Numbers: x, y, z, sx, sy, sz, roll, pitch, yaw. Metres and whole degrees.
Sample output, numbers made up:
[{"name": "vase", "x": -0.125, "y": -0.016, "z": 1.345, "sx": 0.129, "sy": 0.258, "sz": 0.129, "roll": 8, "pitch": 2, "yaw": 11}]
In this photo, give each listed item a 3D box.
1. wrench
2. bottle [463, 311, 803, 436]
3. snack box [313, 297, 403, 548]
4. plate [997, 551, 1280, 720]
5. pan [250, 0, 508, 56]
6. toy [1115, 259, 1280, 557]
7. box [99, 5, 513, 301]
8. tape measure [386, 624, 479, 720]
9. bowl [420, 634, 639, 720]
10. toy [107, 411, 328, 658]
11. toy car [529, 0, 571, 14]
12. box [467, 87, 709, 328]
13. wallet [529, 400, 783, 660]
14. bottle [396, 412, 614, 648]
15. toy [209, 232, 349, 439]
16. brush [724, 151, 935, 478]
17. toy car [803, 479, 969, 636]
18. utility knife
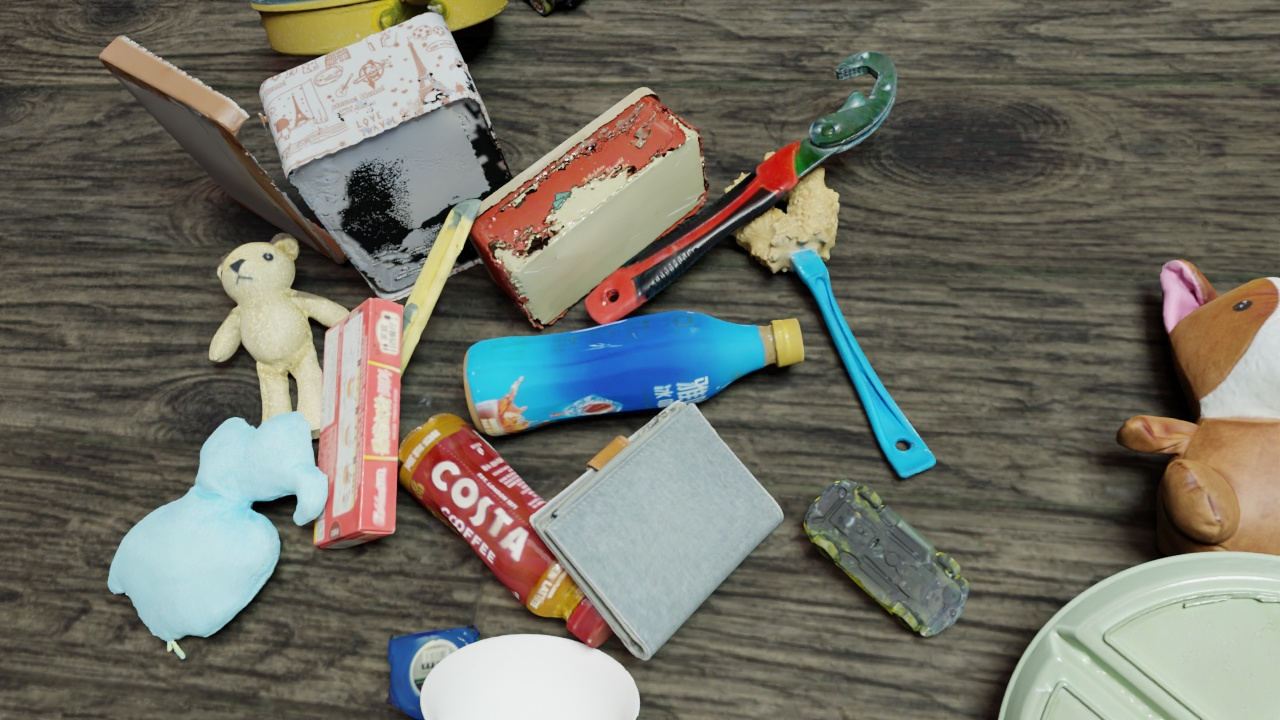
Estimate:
[{"name": "wrench", "x": 0.072, "y": -0.116, "z": 0.631, "sx": 0.273, "sy": 0.016, "sz": 0.056, "roll": -41, "pitch": 60, "yaw": -2}, {"name": "bottle", "x": -0.004, "y": 0.004, "z": 0.604, "sx": 0.219, "sy": 0.065, "sz": 0.065, "roll": -9, "pitch": 64, "yaw": 5}, {"name": "snack box", "x": -0.185, "y": 0.042, "z": 0.601, "sx": 0.075, "sy": 0.025, "sz": 0.152, "roll": -24, "pitch": 62, "yaw": 46}, {"name": "plate", "x": 0.293, "y": 0.208, "z": 0.440, "sx": 0.230, "sy": 0.027, "sz": 0.230, "roll": -1, "pitch": 86, "yaw": 17}, {"name": "pan", "x": -0.170, "y": -0.271, "z": 0.657, "sx": 0.197, "sy": 0.078, "sz": 0.357, "roll": -21, "pitch": 32, "yaw": -19}, {"name": "toy", "x": 0.353, "y": 0.028, "z": 0.516, "sx": 0.140, "sy": 0.131, "sz": 0.199, "roll": 21, "pitch": 60, "yaw": 12}, {"name": "box", "x": -0.216, "y": -0.135, "z": 0.639, "sx": 0.271, "sy": 0.179, "sz": 0.134, "roll": 3, "pitch": 67, "yaw": 9}, {"name": "tape measure", "x": -0.124, "y": 0.190, "z": 0.556, "sx": 0.058, "sy": 0.025, "sz": 0.054, "roll": -11, "pitch": 66, "yaw": 7}, {"name": "bowl", "x": -0.062, "y": 0.211, "z": 0.508, "sx": 0.118, "sy": 0.118, "sz": 0.065, "roll": 9, "pitch": 105, "yaw": 12}, {"name": "toy", "x": -0.275, "y": 0.112, "z": 0.596, "sx": 0.161, "sy": 0.050, "sz": 0.156, "roll": -5, "pitch": 70, "yaw": 17}, {"name": "toy car", "x": -0.099, "y": -0.358, "z": 0.804, "sx": 0.158, "sy": 0.042, "sz": 0.070, "roll": 37, "pitch": 74, "yaw": 25}, {"name": "box", "x": -0.029, "y": -0.103, "z": 0.644, "sx": 0.168, "sy": 0.091, "sz": 0.076, "roll": -39, "pitch": 63, "yaw": -10}, {"name": "wallet", "x": 0.011, "y": 0.094, "z": 0.544, "sx": 0.129, "sy": 0.037, "sz": 0.106, "roll": -37, "pitch": 85, "yaw": -33}, {"name": "bottle", "x": -0.079, "y": 0.105, "z": 0.571, "sx": 0.175, "sy": 0.057, "sz": 0.057, "roll": 38, "pitch": 75, "yaw": 22}, {"name": "toy", "x": -0.258, "y": -0.012, "z": 0.650, "sx": 0.105, "sy": 0.066, "sz": 0.157, "roll": -19, "pitch": 78, "yaw": 2}, {"name": "brush", "x": 0.129, "y": -0.037, "z": 0.624, "sx": 0.083, "sy": 0.046, "sz": 0.254, "roll": -20, "pitch": 68, "yaw": -5}, {"name": "toy car", "x": 0.145, "y": 0.118, "z": 0.548, "sx": 0.105, "sy": 0.032, "sz": 0.048, "roll": 41, "pitch": 76, "yaw": 11}, {"name": "utility knife", "x": -0.156, "y": -0.019, "z": 0.622, "sx": 0.031, "sy": 0.021, "sz": 0.205, "roll": 38, "pitch": 109, "yaw": 45}]
